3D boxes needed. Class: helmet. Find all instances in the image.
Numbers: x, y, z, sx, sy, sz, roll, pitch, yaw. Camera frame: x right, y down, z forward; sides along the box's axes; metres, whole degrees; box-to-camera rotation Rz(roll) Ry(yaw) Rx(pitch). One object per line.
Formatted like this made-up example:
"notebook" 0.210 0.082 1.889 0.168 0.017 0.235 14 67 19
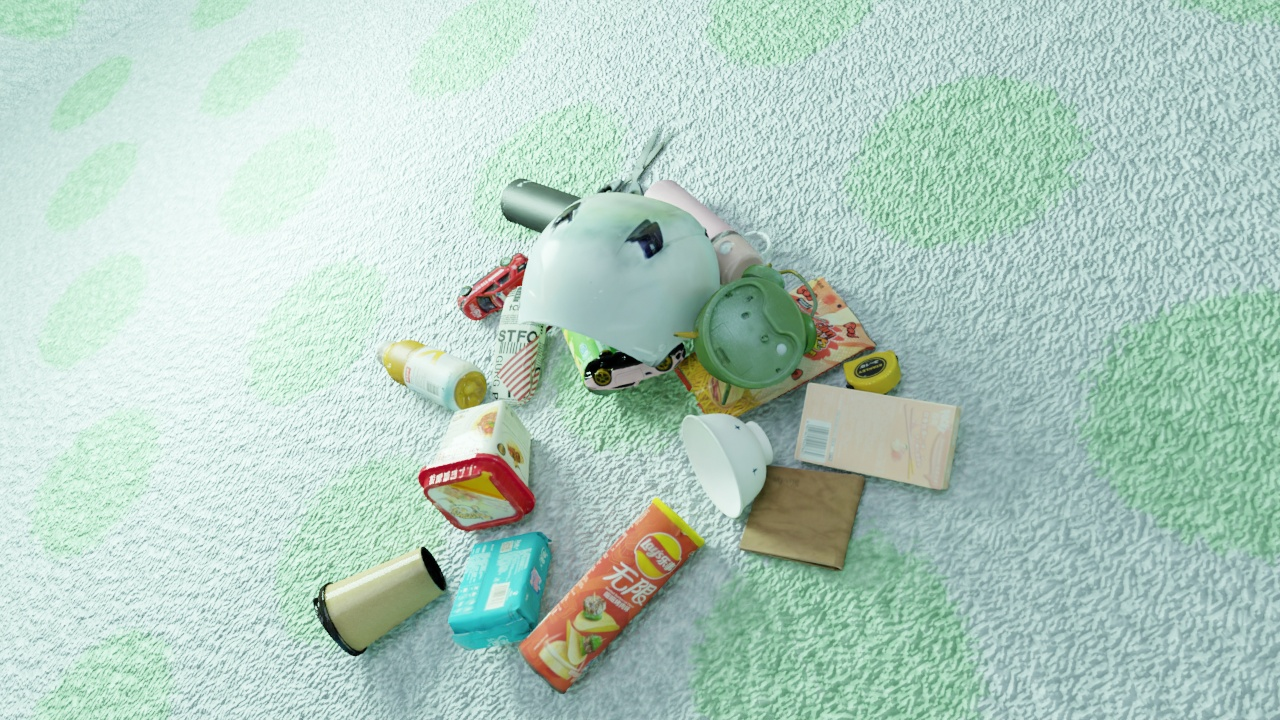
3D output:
"helmet" -0.014 -0.116 1.044 0.229 0.146 0.257 21 31 25

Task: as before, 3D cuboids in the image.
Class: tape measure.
"tape measure" 0.250 0.017 0.983 0.060 0.029 0.057 -21 27 18

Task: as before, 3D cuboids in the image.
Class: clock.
"clock" 0.124 -0.036 0.976 0.161 0.116 0.056 -36 6 -17

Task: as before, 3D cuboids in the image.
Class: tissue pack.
"tissue pack" -0.153 0.251 1.019 0.093 0.050 0.133 -15 34 19

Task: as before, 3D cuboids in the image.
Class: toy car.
"toy car" -0.006 0.006 1.048 0.122 0.037 0.056 -14 28 12
"toy car" -0.201 -0.100 1.289 0.120 0.053 0.045 -36 52 1

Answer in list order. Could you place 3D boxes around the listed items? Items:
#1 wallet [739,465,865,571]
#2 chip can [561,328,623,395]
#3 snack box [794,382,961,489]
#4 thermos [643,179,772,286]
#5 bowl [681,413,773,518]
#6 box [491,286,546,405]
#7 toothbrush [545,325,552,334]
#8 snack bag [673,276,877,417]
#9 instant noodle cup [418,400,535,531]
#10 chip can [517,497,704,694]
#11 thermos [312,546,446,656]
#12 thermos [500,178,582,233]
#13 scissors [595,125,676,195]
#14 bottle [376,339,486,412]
"wallet" 0.166 0.159 0.946 0.115 0.020 0.101 4 60 33
"chip can" -0.070 -0.056 1.165 0.072 0.072 0.221 -30 56 7
"snack box" 0.240 0.075 0.937 0.157 0.026 0.084 10 88 32
"thermos" 0.085 -0.166 1.172 0.087 0.067 0.198 -39 48 -5
"bowl" 0.101 0.100 0.972 0.064 0.118 0.118 -23 48 -16
"box" -0.160 -0.021 1.204 0.068 0.051 0.164 1 74 15
"toothbrush" -0.088 -0.082 1.243 0.187 0.016 0.017 -44 40 -4
"snack bag" 0.147 -0.010 1.047 0.208 0.073 0.128 -30 49 -2
"instant noodle cup" -0.189 0.123 1.105 0.116 0.117 0.124 -15 42 19
"chip can" -0.031 0.243 0.958 0.216 0.073 0.073 -45 50 -6
"thermos" -0.306 0.279 1.077 0.143 0.093 0.093 -30 50 -2
"thermos" -0.090 -0.197 1.288 0.243 0.089 0.068 26 115 40
"scissors" -0.003 -0.269 1.324 0.165 0.014 0.163 -25 49 8
"bottle" -0.290 0.015 1.251 0.190 0.068 0.068 20 70 36
